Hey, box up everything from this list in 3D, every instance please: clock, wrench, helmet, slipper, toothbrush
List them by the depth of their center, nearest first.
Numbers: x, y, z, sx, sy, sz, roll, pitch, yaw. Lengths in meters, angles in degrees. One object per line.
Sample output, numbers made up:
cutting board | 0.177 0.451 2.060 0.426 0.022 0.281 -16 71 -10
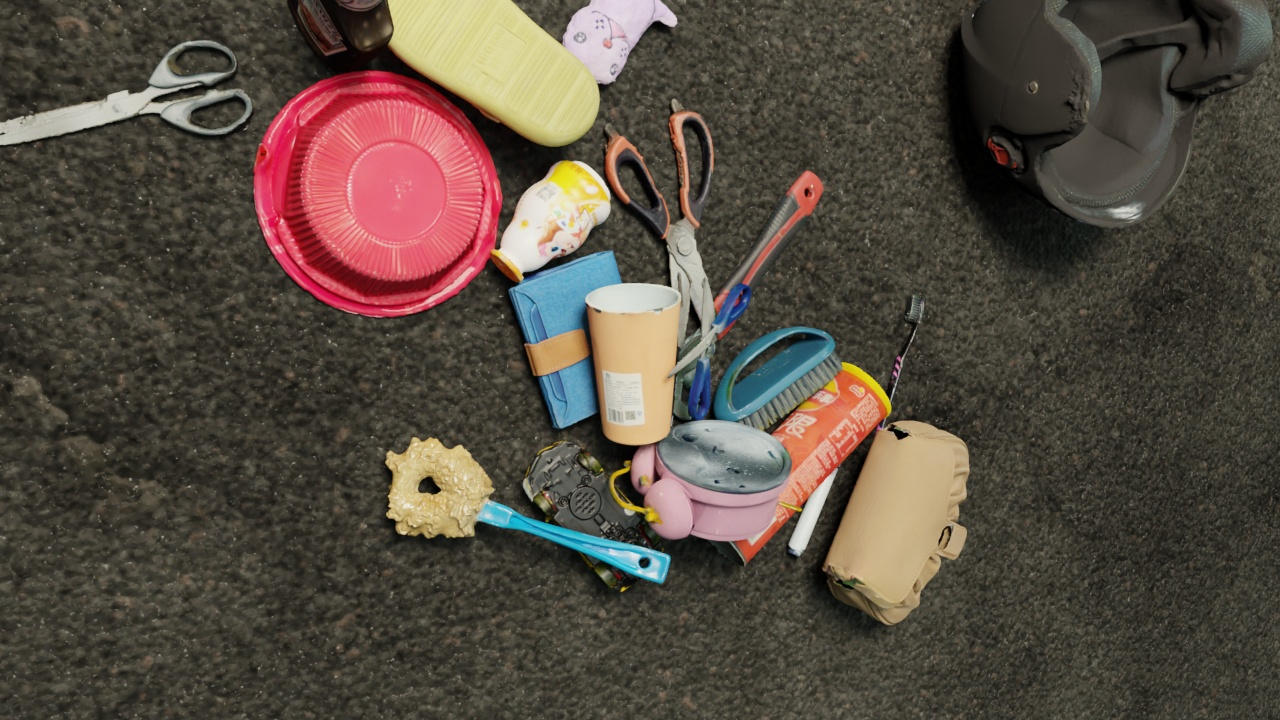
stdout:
slipper | -0.121 -0.231 0.717 0.190 0.082 0.091 35 76 -6
clock | 0.051 0.105 0.793 0.158 0.117 0.060 -1 117 -15
wrench | 0.098 -0.066 0.875 0.056 0.016 0.273 35 81 -28
helmet | 0.432 -0.271 0.893 0.233 0.230 0.275 -19 114 -13
toothbrush | 0.266 0.019 0.966 0.017 0.014 0.189 18 88 -16

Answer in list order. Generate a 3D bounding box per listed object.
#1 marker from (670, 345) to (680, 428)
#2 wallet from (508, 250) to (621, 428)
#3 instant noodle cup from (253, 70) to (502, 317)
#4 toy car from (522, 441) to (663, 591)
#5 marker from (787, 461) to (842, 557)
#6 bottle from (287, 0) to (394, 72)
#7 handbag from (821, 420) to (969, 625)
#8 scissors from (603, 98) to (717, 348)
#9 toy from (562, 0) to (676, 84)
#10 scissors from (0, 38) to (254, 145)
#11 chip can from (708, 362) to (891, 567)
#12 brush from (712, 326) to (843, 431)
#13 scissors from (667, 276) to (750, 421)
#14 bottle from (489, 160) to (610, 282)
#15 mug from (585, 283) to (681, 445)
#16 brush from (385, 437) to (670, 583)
marker | 0.019 0.050 0.840 0.022 0.020 0.132 -1 105 -25
wallet | -0.051 -0.019 0.800 0.106 0.040 0.133 -23 105 -26
instant noodle cup | -0.192 -0.128 0.705 0.193 0.066 0.194 -3 97 -26
toy car | -0.042 0.137 0.818 0.071 0.041 0.156 -43 105 -14
marker | 0.183 0.139 0.938 0.022 0.018 0.130 28 84 -35
bottle | -0.197 -0.247 0.616 0.044 0.195 0.080 -35 109 -18
handbag | 0.264 0.161 0.921 0.147 0.100 0.204 26 85 -50
scissors | 0.027 -0.123 0.830 0.215 0.015 0.195 36 78 -22
toy | -0.023 -0.283 0.781 0.084 0.039 0.108 42 77 -32
scissors | -0.369 -0.187 0.646 0.174 0.014 0.136 16 90 -23
chip can | 0.148 0.099 0.887 0.216 0.073 0.073 -44 112 -15
brush | 0.126 0.013 0.875 0.143 0.055 0.073 -35 110 -17
scissors | 0.061 -0.018 0.805 0.162 0.012 0.173 -55 155 -34
bottle | -0.076 -0.114 0.762 0.108 0.063 0.063 -47 112 -14
mug | -0.005 0.004 0.767 0.078 0.078 0.123 -11 113 -24
brush | -0.094 0.135 0.764 0.254 0.046 0.083 21 76 -12
